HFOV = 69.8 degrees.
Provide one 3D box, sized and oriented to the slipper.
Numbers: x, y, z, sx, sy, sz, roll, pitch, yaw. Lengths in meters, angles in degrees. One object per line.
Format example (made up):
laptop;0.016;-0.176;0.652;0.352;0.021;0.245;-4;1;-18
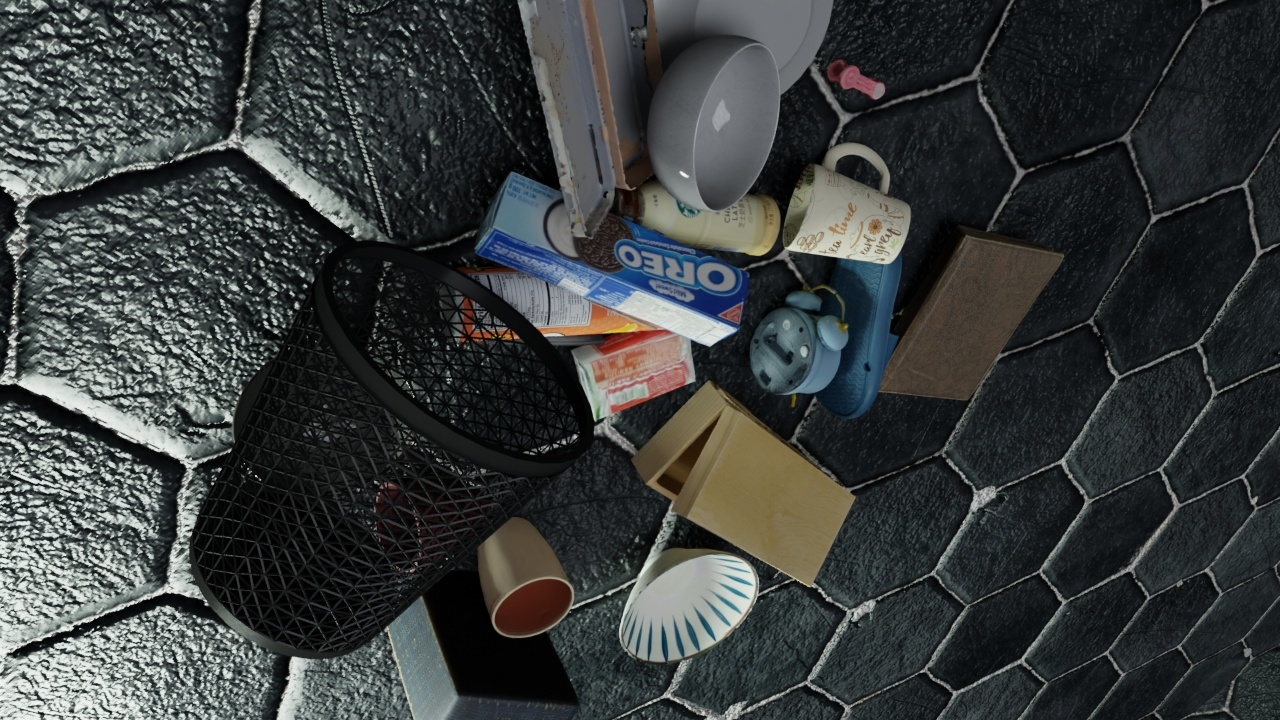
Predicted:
slipper;0.230;-0.035;0.947;0.059;0.104;0.214;-6;121;-27

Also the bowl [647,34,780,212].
bowl;0.051;-0.190;0.728;0.131;0.064;0.132;-39;141;-41

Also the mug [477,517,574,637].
mug;-0.119;0.226;0.949;0.085;0.104;0.111;-32;132;-3

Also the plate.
plate;0.089;-0.283;0.751;0.172;0.019;0.173;-13;127;-18

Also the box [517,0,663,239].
box;-0.032;-0.213;0.671;0.153;0.058;0.217;-51;144;-39

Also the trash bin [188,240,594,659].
trash bin;-0.193;0.077;0.671;0.216;0.216;0.244;26;115;-37

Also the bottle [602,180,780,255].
bottle;0.044;-0.128;0.813;0.161;0.056;0.057;2;121;-28

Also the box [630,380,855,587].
box;0.132;0.145;1.013;0.141;0.122;0.249;-44;132;11

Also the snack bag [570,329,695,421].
snack bag;-0.005;0.005;0.896;0.115;0.036;0.077;-21;129;-12

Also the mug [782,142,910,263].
mug;0.196;-0.149;0.856;0.097;0.121;0.081;15;160;-5

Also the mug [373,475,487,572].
mug;-0.201;0.155;0.885;0.088;0.087;0.114;-10;156;-43

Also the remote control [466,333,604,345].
remote control;-0.096;-0.024;0.828;0.124;0.039;0.010;-1;112;-20

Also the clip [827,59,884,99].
clip;0.197;-0.249;0.820;0.058;0.038;0.022;8;115;-35

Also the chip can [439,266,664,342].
chip can;-0.065;-0.053;0.806;0.210;0.062;0.062;-4;124;-24

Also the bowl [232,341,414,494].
bowl;-0.266;0.039;0.773;0.150;0.056;0.151;-14;128;-18

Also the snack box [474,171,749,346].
snack box;-0.021;-0.080;0.764;0.226;0.059;0.060;22;157;-18

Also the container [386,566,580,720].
container;-0.161;0.297;0.922;0.145;0.187;0.071;21;107;-36

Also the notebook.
notebook;0.341;-0.046;1.022;0.190;0.034;0.216;5;126;-25

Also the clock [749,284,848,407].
clock;0.165;-0.019;0.932;0.051;0.088;0.125;7;121;-36

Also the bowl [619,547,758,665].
bowl;0.046;0.273;1.088;0.177;0.071;0.178;-13;127;-18
